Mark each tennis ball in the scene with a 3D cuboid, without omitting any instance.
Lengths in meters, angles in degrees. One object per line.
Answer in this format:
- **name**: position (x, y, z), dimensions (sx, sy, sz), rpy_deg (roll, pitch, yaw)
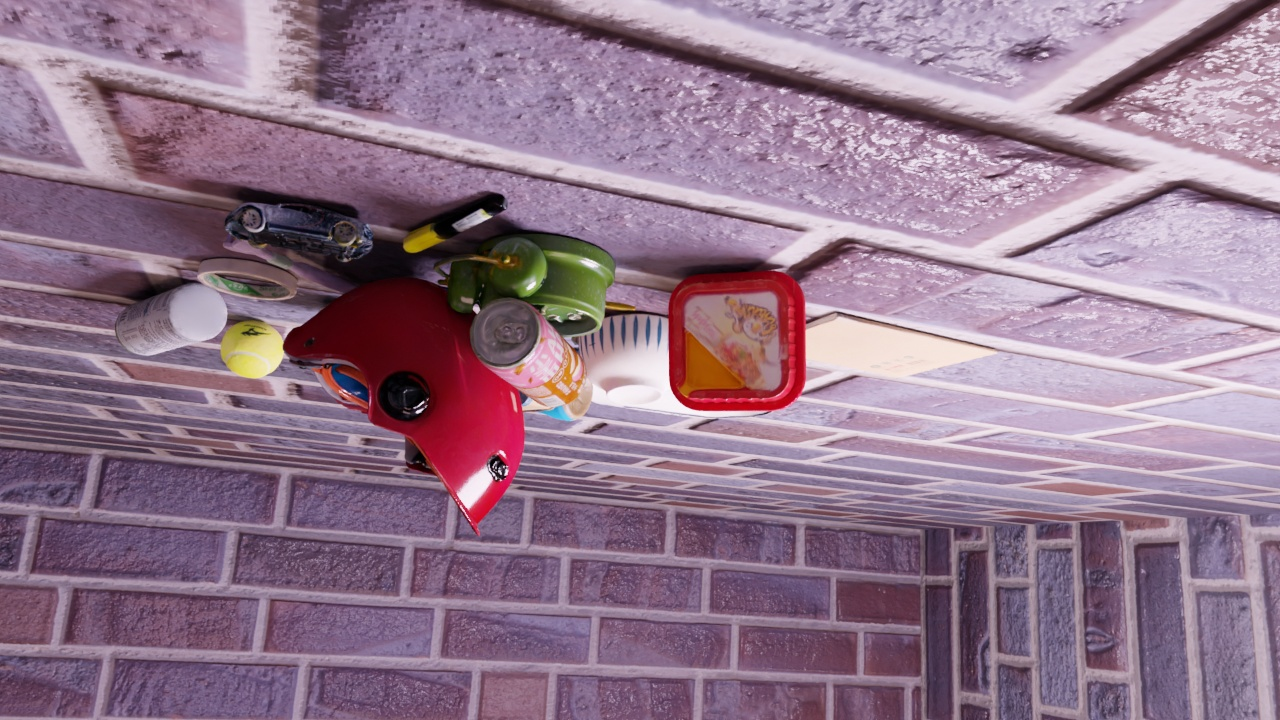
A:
- **tennis ball**: position (-0.436, -0.013, 1.032), dimensions (0.065, 0.065, 0.065), rpy_deg (4, 167, 1)

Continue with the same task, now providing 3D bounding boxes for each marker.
- **marker**: position (-0.140, -0.103, 0.688), dimensions (0.124, 0.015, 0.018), rpy_deg (-14, 159, 43)

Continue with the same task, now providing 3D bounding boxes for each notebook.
- **notebook**: position (0.243, -0.012, 0.964), dimensions (0.207, 0.008, 0.148), rpy_deg (10, 165, -25)

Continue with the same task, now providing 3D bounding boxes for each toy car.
- **toy car**: position (-0.256, -0.100, 0.692), dimensions (0.105, 0.031, 0.049), rpy_deg (7, 166, -18)

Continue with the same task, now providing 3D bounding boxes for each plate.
- **plate**: position (0.043, 0.038, 1.173), dimensions (0.265, 0.034, 0.162), rpy_deg (9, 166, -21)

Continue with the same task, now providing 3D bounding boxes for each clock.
- **clock**: position (-0.092, -0.062, 0.749), dimensions (0.161, 0.056, 0.116), rpy_deg (16, 161, -41)

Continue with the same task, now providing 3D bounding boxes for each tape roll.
- **tape roll**: position (-0.368, -0.075, 0.862), dimensions (0.086, 0.014, 0.086), rpy_deg (3, 167, 1)

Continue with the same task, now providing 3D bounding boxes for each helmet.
- **helmet**: position (-0.180, 0.023, 0.805), dimensions (0.240, 0.143, 0.207), rpy_deg (42, 165, 9)

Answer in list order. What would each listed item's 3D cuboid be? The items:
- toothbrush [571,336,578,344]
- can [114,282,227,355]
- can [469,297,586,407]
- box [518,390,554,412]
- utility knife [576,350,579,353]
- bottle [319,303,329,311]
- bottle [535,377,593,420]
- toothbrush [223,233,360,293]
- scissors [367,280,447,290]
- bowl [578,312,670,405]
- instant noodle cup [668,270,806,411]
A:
- **toothbrush**: position (0.017, -0.013, 0.999), dimensions (0.191, 0.018, 0.016), rpy_deg (8, 168, -14)
- **can**: position (-0.486, -0.041, 0.945), dimensions (0.147, 0.058, 0.058), rpy_deg (-8, 162, 41)
- **can**: position (-0.087, -0.003, 0.745), dimensions (0.058, 0.058, 0.147), rpy_deg (1, 166, 11)
- **box**: position (-0.180, 0.017, 1.031), dimensions (0.185, 0.089, 0.061), rpy_deg (-7, 167, 26)
- **utility knife**: position (-0.010, 0.000, 1.054), dimensions (0.188, 0.018, 0.034), rpy_deg (1, 164, 19)
- **bottle**: position (-0.280, -0.024, 0.949), dimensions (0.108, 0.063, 0.063), rpy_deg (9, 166, -22)
- **bottle**: position (-0.162, 0.025, 1.092), dimensions (0.219, 0.065, 0.065), rpy_deg (8, 170, 29)
- **toothbrush**: position (-0.291, -0.078, 0.818), dimensions (0.029, 0.021, 0.189), rpy_deg (-33, 157, 11)
- **scissors**: position (-0.181, -0.061, 0.873), dimensions (0.160, 0.012, 0.164), rpy_deg (13, 162, -35)
- **bowl**: position (-0.006, 0.005, 0.940), dimensions (0.116, 0.066, 0.117), rpy_deg (0, 157, 0)
- **instant noodle cup**: position (0.093, -0.014, 0.804), dimensions (0.116, 0.116, 0.124), rpy_deg (-1, 177, 19)
